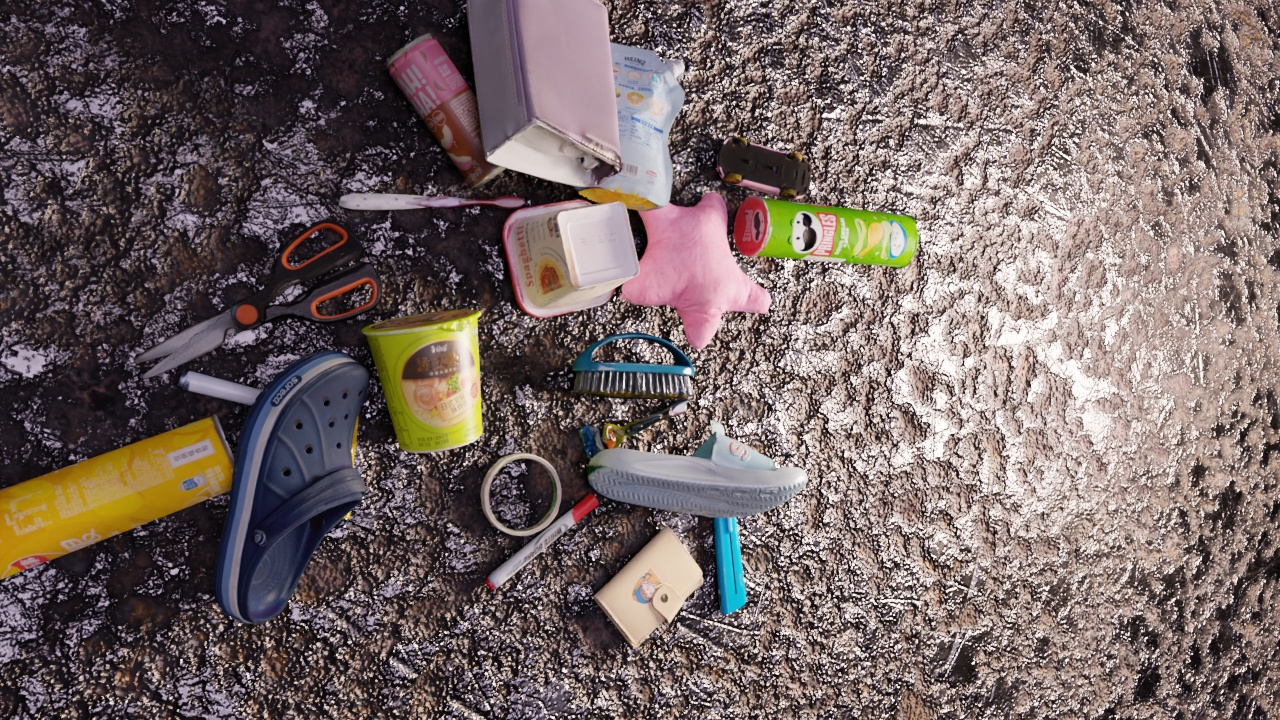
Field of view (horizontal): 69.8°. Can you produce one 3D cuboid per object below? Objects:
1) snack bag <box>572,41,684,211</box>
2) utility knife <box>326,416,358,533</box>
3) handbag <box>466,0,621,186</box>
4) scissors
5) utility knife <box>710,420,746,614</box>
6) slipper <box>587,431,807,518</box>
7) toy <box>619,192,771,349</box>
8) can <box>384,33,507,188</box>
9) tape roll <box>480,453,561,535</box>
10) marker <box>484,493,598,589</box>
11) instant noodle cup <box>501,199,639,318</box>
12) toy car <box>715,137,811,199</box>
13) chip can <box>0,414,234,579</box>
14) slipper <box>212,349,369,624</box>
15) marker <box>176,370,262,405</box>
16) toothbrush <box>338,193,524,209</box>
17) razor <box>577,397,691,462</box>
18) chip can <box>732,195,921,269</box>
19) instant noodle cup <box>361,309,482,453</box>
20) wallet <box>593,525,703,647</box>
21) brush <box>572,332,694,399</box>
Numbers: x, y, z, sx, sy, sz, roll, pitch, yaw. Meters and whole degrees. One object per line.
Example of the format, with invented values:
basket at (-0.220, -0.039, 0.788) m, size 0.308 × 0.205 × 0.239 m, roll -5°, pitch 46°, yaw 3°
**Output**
snack bag at (-0.011, -0.260, 1.001) m, size 0.110 × 0.039 × 0.190 m, roll 7°, pitch 73°, yaw 0°
utility knife at (-0.290, 0.088, 0.880) m, size 0.033 × 0.015 × 0.156 m, roll 6°, pitch 86°, yaw -29°
handbag at (-0.093, -0.282, 0.917) m, size 0.144 × 0.099 × 0.196 m, roll 9°, pitch 67°, yaw -43°
scissors at (-0.359, -0.060, 0.851) m, size 0.234 × 0.022 × 0.152 m, roll -7°, pitch 85°, yaw -23°
utility knife at (0.098, 0.181, 1.071) m, size 0.034 × 0.018 × 0.225 m, roll -6°, pitch 90°, yaw -26°
slipper at (0.062, 0.122, 1.011) m, size 0.245 × 0.104 × 0.074 m, roll 9°, pitch 58°, yaw -15°
toy at (0.046, -0.110, 1.018) m, size 0.178 × 0.075 × 0.194 m, roll -25°, pitch 88°, yaw -29°
can at (-0.187, -0.247, 0.916) m, size 0.057 × 0.058 × 0.147 m, roll -41°, pitch 106°, yaw -22°
tape roll at (-0.125, 0.140, 0.962) m, size 0.085 × 0.014 × 0.086 m, roll 1°, pitch 89°, yaw -27°
marker at (-0.103, 0.191, 0.970) m, size 0.145 × 0.017 × 0.017 m, roll -37°, pitch 104°, yaw -23°
instant noodle cup at (-0.066, -0.109, 0.936) m, size 0.116 × 0.124 × 0.116 m, roll -15°, pitch 95°, yaw -26°
toy car at (0.146, -0.228, 1.096) m, size 0.122 × 0.037 × 0.056 m, roll 13°, pitch 80°, yaw -13°
chip can at (-0.452, 0.114, 0.768) m, size 0.213 × 0.072 × 0.072 m, roll -23°, pitch 99°, yaw -25°
slipper at (-0.297, 0.116, 0.806) m, size 0.095 × 0.105 × 0.253 m, roll 20°, pitch 90°, yaw 13°
marker at (-0.357, 0.036, 0.847) m, size 0.130 × 0.018 × 0.022 m, roll 18°, pitch 90°, yaw -25°
toothbrush at (-0.209, -0.160, 0.929) m, size 0.187 × 0.017 × 0.016 m, roll -5°, pitch 93°, yaw -24°
razor at (0.000, 0.072, 1.022) m, size 0.142 × 0.022 × 0.043 m, roll -21°, pitch 100°, yaw -26°
chip can at (0.230, -0.153, 1.115) m, size 0.235 × 0.072 × 0.072 m, roll 1°, pitch 88°, yaw -27°
instant noodle cup at (-0.200, 0.021, 0.882) m, size 0.111 × 0.112 × 0.123 m, roll -13°, pitch 102°, yaw -26°
wallet at (0.014, 0.255, 1.023) m, size 0.115 × 0.024 × 0.087 m, roll -42°, pitch 107°, yaw -23°
brush at (-0.006, 0.006, 1.001) m, size 0.143 × 0.055 × 0.073 m, roll 4°, pitch 88°, yaw -26°
